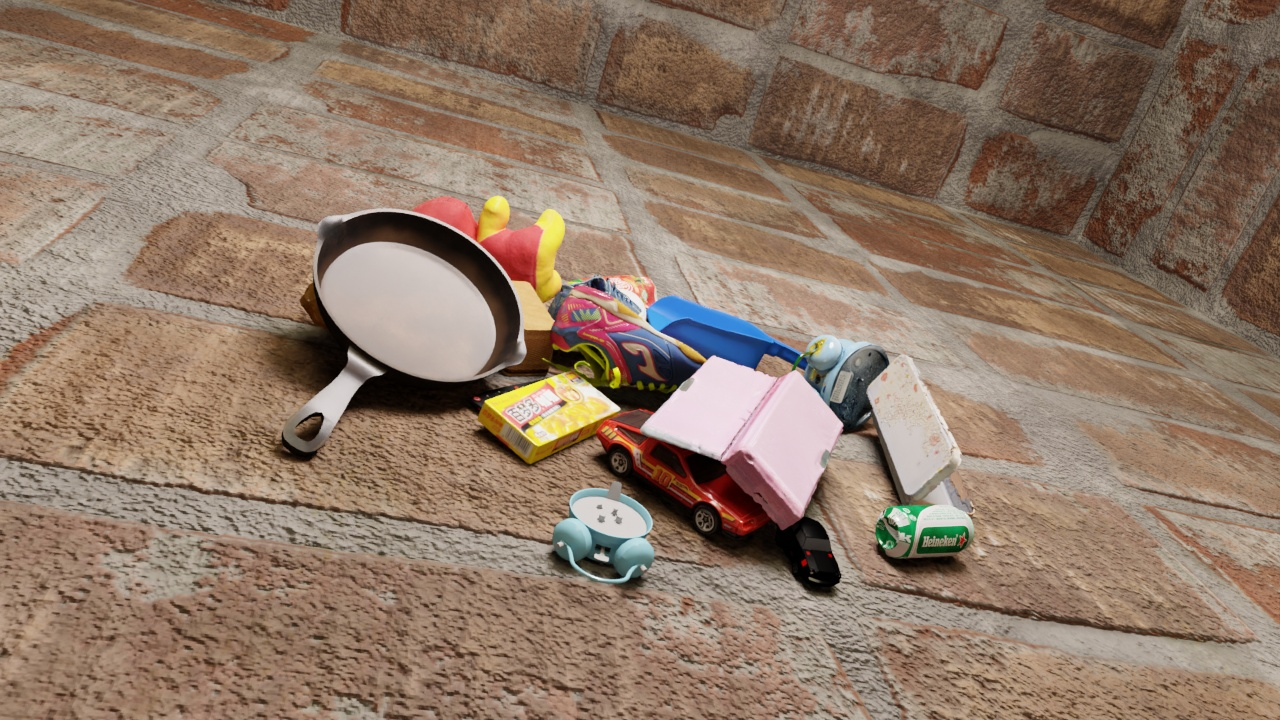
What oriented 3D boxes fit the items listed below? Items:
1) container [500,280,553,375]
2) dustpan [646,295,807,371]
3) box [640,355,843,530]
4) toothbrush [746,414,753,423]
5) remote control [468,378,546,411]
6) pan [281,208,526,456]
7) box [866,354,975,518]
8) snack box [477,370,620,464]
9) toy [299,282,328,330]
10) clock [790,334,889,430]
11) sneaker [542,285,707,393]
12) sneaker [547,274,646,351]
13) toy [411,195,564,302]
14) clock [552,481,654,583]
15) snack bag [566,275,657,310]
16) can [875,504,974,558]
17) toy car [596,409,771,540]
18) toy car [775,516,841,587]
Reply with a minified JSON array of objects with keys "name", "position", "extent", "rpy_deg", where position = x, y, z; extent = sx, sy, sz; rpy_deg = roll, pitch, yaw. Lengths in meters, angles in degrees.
[{"name":"container","position":[-0.144,-0.042,1.070],"extent":[0.063,0.061,0.114],"rpy_deg":[-1,43,-39]},{"name":"dustpan","position":[0.138,-0.017,1.223],"extent":[0.257,0.059,0.245],"rpy_deg":[28,8,-6]},{"name":"box","position":[0.119,0.062,0.942],"extent":[0.179,0.059,0.232],"rpy_deg":[34,28,7]},{"name":"toothbrush","position":[0.171,0.079,1.122],"extent":[0.132,0.016,0.021],"rpy_deg":[10,23,-13]},{"name":"remote control","position":[-0.131,0.039,0.990],"extent":[0.039,0.010,0.124],"rpy_deg":[30,26,27]},{"name":"pan","position":[-0.253,-0.022,0.920],"extent":[0.248,0.043,0.354],"rpy_deg":[35,40,-9]},{"name":"box","position":[0.333,0.101,1.082],"extent":[0.107,0.095,0.215],"rpy_deg":[41,24,-23]},{"name":"snack box","position":[-0.092,0.055,0.949],"extent":[0.075,0.025,0.152],"rpy_deg":[38,28,19]},{"name":"toy","position":[-0.296,-0.060,1.014],"extent":[0.132,0.076,0.175],"rpy_deg":[47,31,22]},{"name":"clock","position":[0.251,0.026,1.171],"extent":[0.161,0.118,0.060],"rpy_deg":[10,11,-41]},{"name":"sneaker","position":[-0.006,0.006,1.069],"extent":[0.241,0.091,0.116],"rpy_deg":[32,-10,-31]},{"name":"sneaker","position":[-0.048,-0.072,1.176],"extent":[0.087,0.079,0.235],"rpy_deg":[25,19,16]},{"name":"toy","position":[-0.207,-0.137,1.165],"extent":[0.216,0.148,0.098],"rpy_deg":[7,23,4]},{"name":"clock","position":[-0.030,0.148,0.777],"extent":[0.087,0.042,0.123],"rpy_deg":[17,21,-3]},{"name":"snack bag","position":[-0.048,-0.092,1.328],"extent":[0.154,0.044,0.087],"rpy_deg":[-11,45,-39]},{"name":"can","position":[0.290,0.175,0.939],"extent":[0.101,0.053,0.053],"rpy_deg":[4,27,-29]},{"name":"toy car","position":[0.045,0.110,0.909],"extent":[0.189,0.056,0.081],"rpy_deg":[34,28,27]},{"name":"toy car","position":[0.159,0.175,0.864],"extent":[0.042,0.036,0.091],"rpy_deg":[10,24,-19]}]
